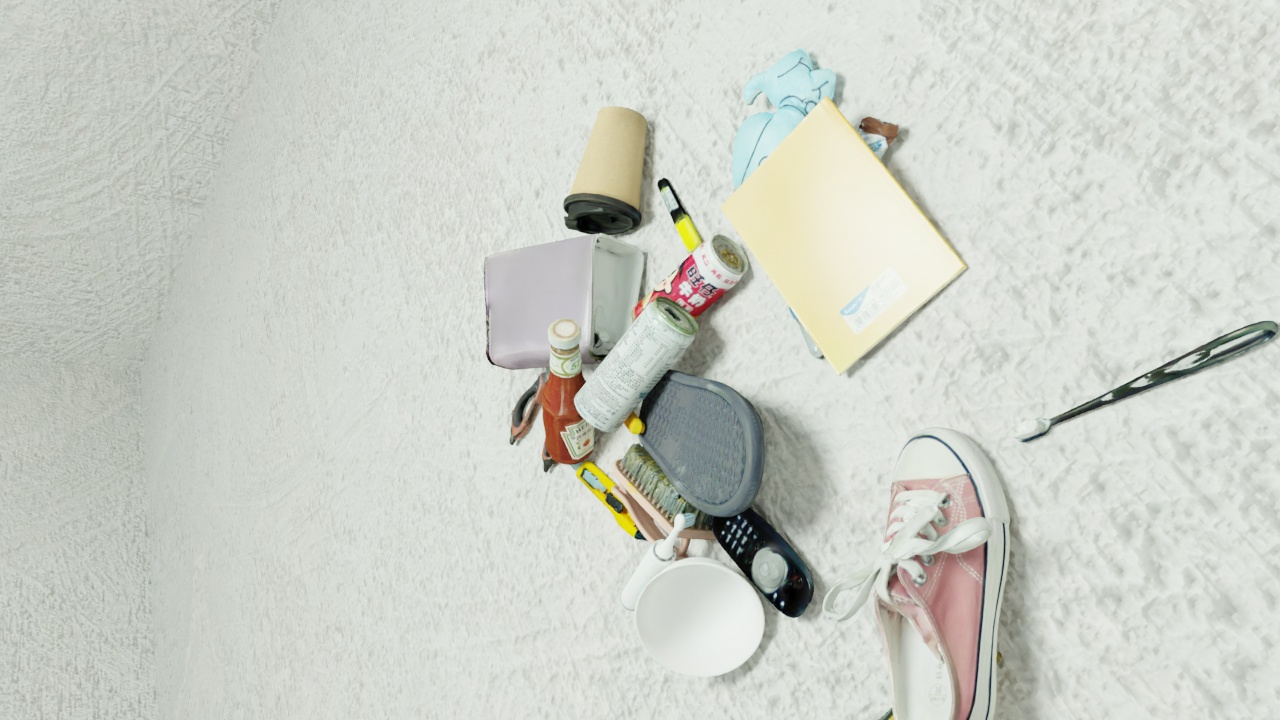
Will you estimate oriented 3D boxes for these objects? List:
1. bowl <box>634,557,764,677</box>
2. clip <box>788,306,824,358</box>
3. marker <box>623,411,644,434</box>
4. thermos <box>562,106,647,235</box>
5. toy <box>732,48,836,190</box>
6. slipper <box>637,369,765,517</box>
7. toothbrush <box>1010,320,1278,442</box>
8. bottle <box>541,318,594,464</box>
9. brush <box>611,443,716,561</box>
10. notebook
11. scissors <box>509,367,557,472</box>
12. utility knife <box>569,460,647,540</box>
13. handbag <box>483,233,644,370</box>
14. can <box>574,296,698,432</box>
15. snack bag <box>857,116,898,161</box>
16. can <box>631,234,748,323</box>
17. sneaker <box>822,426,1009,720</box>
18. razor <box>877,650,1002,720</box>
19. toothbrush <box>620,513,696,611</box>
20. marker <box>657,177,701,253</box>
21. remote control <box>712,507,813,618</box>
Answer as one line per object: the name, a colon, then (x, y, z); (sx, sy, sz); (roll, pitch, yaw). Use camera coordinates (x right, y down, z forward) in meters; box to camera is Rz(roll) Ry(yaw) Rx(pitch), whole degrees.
bowl: (0.056, 0.227, 0.860); (0.064, 0.118, 0.118); (-71, 6, -72)
clip: (0.159, -0.029, 0.843); (0.027, 0.044, 0.058); (-29, 65, 42)
marker: (-0.017, 0.056, 1.010); (0.124, 0.015, 0.018); (-135, 61, -70)
thermos: (-0.036, -0.219, 1.074); (0.093, 0.093, 0.143); (-4, 72, 50)
toy: (0.135, -0.216, 0.889); (0.156, 0.049, 0.161); (-52, 50, 19)
slipper: (0.073, 0.072, 0.885); (0.268, 0.083, 0.111); (-148, 73, -69)
toothbrush: (0.333, 0.017, 0.621); (0.182, 0.018, 0.015); (-34, 54, 40)
bottle: (-0.080, 0.036, 1.012); (0.206, 0.059, 0.059); (93, 157, -48)
brush: (0.016, 0.142, 0.941); (0.146, 0.063, 0.073); (37, 110, 49)
notebook: (0.170, -0.111, 0.812); (0.146, 0.010, 0.206); (-46, 62, 30)
scissors: (-0.117, 0.032, 1.166); (0.225, 0.015, 0.189); (-51, 47, 30)
utility knife: (-0.039, 0.153, 1.042); (0.177, 0.015, 0.033); (35, 106, 49)
handbag: (-0.095, -0.062, 1.086); (0.197, 0.098, 0.144); (-3, 76, 43)
can: (-0.006, 0.005, 0.940); (0.147, 0.058, 0.058); (-51, 46, 23)
snack bag: (0.194, -0.167, 0.825); (0.045, 0.026, 0.105); (44, 113, 50)
can: (0.050, -0.073, 0.957); (0.133, 0.053, 0.053); (-41, 52, 38)
sneaker: (0.204, 0.150, 0.661); (0.119, 0.087, 0.240); (-21, 49, 46)
razor: (0.209, 0.272, 0.685); (0.168, 0.062, 0.067); (-58, 13, 16)
toothbrush: (0.015, 0.195, 0.887); (0.222, 0.026, 0.026); (112, 141, -54)
marker: (0.043, -0.163, 1.020); (0.018, 0.015, 0.124); (-50, 44, 30)
remote control: (0.114, 0.179, 0.842); (0.136, 0.024, 0.053); (45, 114, 45)
